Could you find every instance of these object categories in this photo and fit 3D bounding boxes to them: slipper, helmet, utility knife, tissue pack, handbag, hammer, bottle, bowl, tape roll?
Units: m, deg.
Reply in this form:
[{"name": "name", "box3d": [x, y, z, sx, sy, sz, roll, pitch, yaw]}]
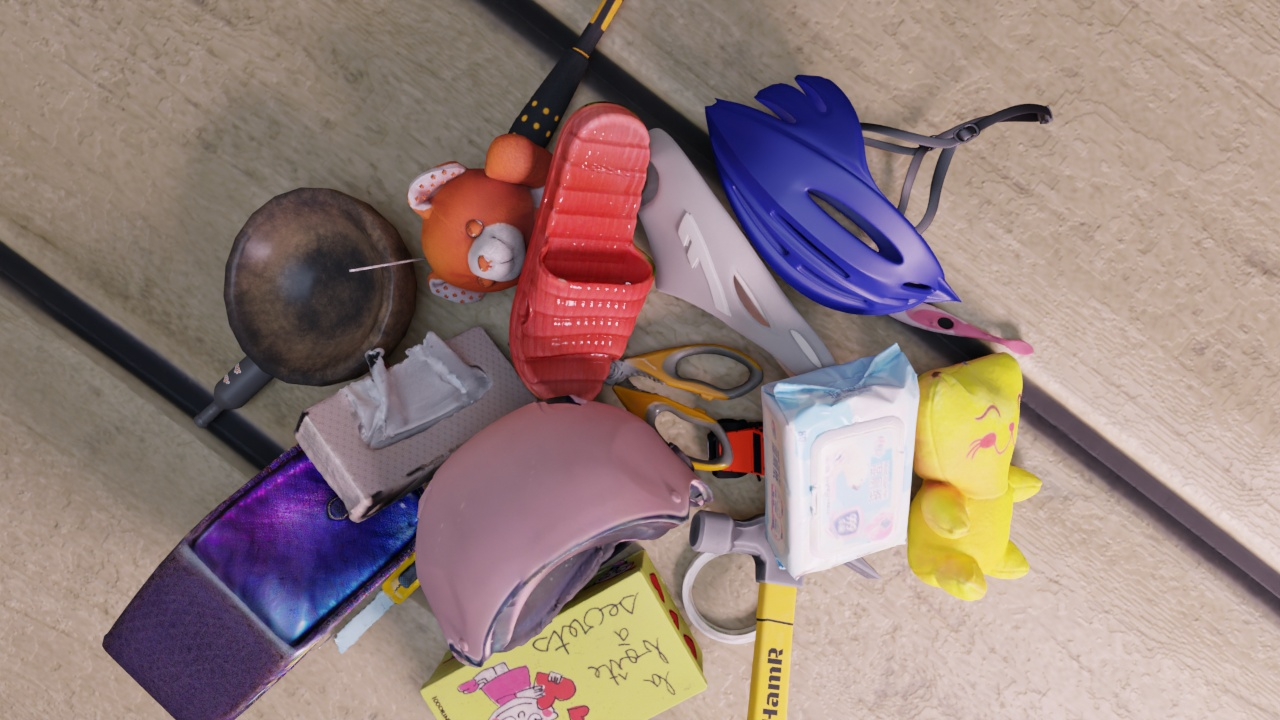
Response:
[{"name": "slipper", "box3d": [0.063, -0.059, 0.747, 0.081, 0.113, 0.266, -37, 100, 5]}, {"name": "helmet", "box3d": [-0.075, 0.121, 0.716, 0.230, 0.255, 0.152, -39, 77, 3]}, {"name": "utility knife", "box3d": [-0.205, 0.193, 0.841, 0.219, 0.019, 0.030, -45, 83, 10]}, {"name": "tissue pack", "box3d": [0.155, 0.080, 0.718, 0.112, 0.070, 0.182, -12, 121, -11]}, {"name": "handbag", "box3d": [-0.285, 0.168, 0.741, 0.125, 0.221, 0.205, 46, 121, -2]}, {"name": "tissue pack", "box3d": [-0.175, 0.037, 0.732, 0.104, 0.180, 0.071, 53, 141, 8]}, {"name": "helmet", "box3d": [0.183, -0.152, 0.702, 0.228, 0.147, 0.241, -41, 93, 12]}, {"name": "hammer", "box3d": [0.109, 0.289, 0.759, 0.169, 0.034, 0.324, 11, 75, -13]}, {"name": "slipper", "box3d": [-0.037, -0.067, 0.702, 0.103, 0.059, 0.249, -5, 119, -32]}, {"name": "bottle", "box3d": [-0.356, 0.021, 0.819, 0.113, 0.030, 0.030, -41, 93, 7]}, {"name": "bowl", "box3d": [-0.259, -0.059, 0.770, 0.162, 0.070, 0.162, 0, 90, 16]}, {"name": "tape roll", "box3d": [0.084, 0.208, 0.823, 0.093, 0.013, 0.093, 0, 97, 4]}, {"name": "hammer", "box3d": [-0.053, -0.257, 0.764, 0.123, 0.036, 0.321, 33, 97, -6]}]

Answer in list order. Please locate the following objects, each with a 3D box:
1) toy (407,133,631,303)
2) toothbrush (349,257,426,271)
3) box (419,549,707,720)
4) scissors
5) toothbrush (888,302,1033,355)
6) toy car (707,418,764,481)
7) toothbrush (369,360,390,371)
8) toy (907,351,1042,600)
[{"name": "toy", "box3d": [-0.091, -0.108, 0.734, 0.172, 0.092, 0.164, -15, 128, -11]}, {"name": "toothbrush", "box3d": [-0.184, -0.073, 0.721, 0.010, 0.181, 0.010, -5, 99, 10]}, {"name": "box", "box3d": [-0.063, 0.272, 0.807, 0.221, 0.082, 0.124, -27, 95, 8]}, {"name": "scissors", "box3d": [-0.006, 0.004, 0.790, 0.228, 0.016, 0.134, 29, 82, 12]}, {"name": "toothbrush", "box3d": [0.268, -0.029, 0.782, 0.135, 0.016, 0.021, 19, 97, 4]}, {"name": "toy car", "box3d": [0.108, 0.076, 0.787, 0.100, 0.048, 0.051, -2, 97, 4]}, {"name": "toothbrush", "box3d": [-0.174, 0.028, 0.817, 0.184, 0.015, 0.015, 22, 93, -1]}, {"name": "toy", "box3d": [0.268, 0.093, 0.762, 0.134, 0.088, 0.194, -14, 103, -38]}]
